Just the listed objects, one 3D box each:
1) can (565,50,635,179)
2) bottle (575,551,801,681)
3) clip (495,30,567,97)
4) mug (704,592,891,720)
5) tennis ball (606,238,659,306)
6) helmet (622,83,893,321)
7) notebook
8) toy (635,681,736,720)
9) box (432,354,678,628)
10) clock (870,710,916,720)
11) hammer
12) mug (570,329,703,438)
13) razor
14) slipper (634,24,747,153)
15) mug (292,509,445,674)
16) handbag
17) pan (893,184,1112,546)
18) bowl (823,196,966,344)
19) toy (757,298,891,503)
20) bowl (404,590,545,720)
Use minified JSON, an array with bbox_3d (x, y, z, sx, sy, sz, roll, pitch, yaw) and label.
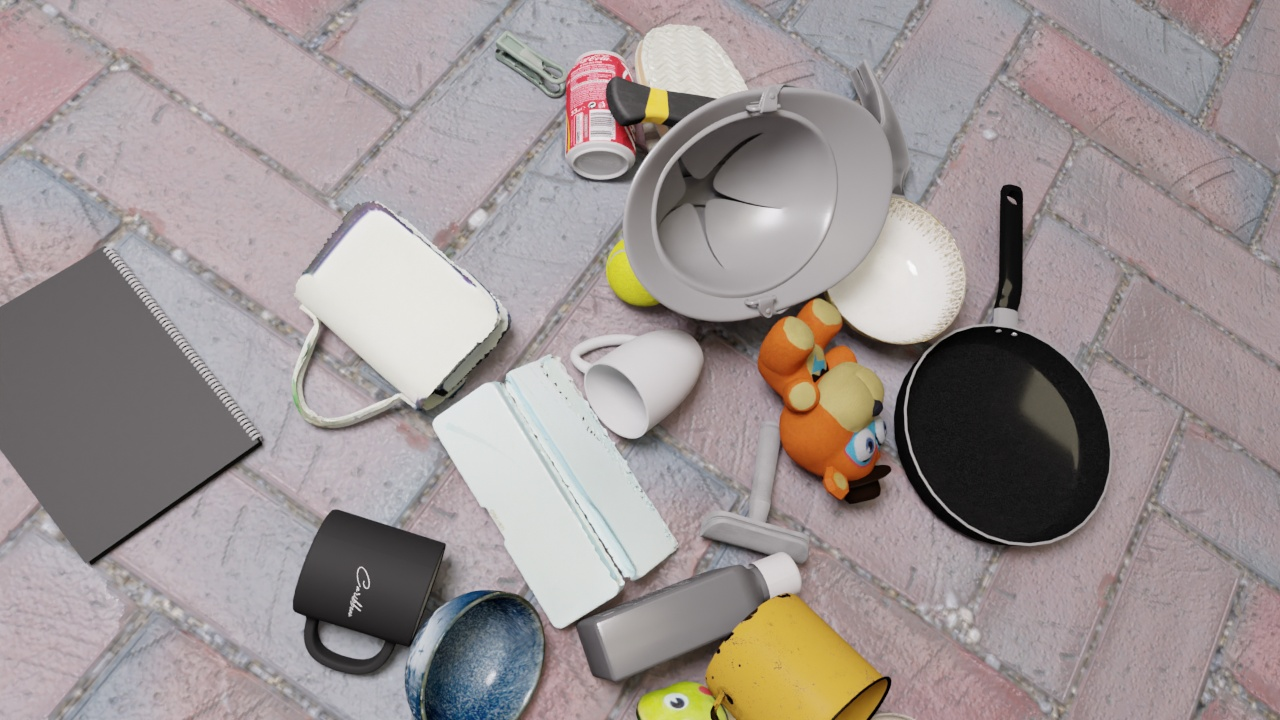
[{"bbox_3d":[-0.037,-0.226,0.845,0.064,0.064,0.104,3,72,-11],"label":"can"},{"bbox_3d":[0.043,0.195,0.715,0.173,0.084,0.046,-17,79,-18],"label":"bottle"},{"bbox_3d":[-0.103,-0.280,0.870,0.076,0.043,0.023,34,70,2],"label":"clip"},{"bbox_3d":[0.101,0.237,0.657,0.123,0.101,0.094,-24,49,-32],"label":"mug"},{"bbox_3d":[0.003,-0.080,0.805,0.065,0.065,0.065,4,71,-11],"label":"tennis ball"},{"bbox_3d":[0.076,-0.138,0.767,0.270,0.118,0.183,-15,115,-29],"label":"helmet"},{"bbox_3d":[-0.417,0.028,0.708,0.148,0.016,0.206,-38,83,-19],"label":"notebook"},{"bbox_3d":[0.059,0.281,0.698,0.117,0.043,0.092,1,27,-20],"label":"toy"},{"bbox_3d":[-0.068,0.101,0.746,0.126,0.074,0.197,-27,82,-39],"label":"box"},{"bbox_3d":[0.170,0.308,0.718,0.103,0.061,0.157,-33,89,-17],"label":"clock"},{"bbox_3d":[0.117,-0.218,0.847,0.324,0.034,0.169,3,75,-27],"label":"hammer"},{"bbox_3d":[-0.005,0.005,0.782,0.107,0.071,0.089,30,47,30],"label":"mug"},{"bbox_3d":[0.104,0.106,0.782,0.088,0.047,0.116,17,62,-6],"label":"razor"},{"bbox_3d":[0.069,-0.182,0.859,0.114,0.054,0.272,-20,86,-22],"label":"slipper"},{"bbox_3d":[-0.204,0.176,0.678,0.088,0.078,0.113,19,95,-6],"label":"mug"},{"bbox_3d":[-0.213,-0.019,0.749,0.151,0.074,0.176,40,88,4],"label":"handbag"},{"bbox_3d":[0.339,-0.002,0.863,0.204,0.044,0.355,12,70,-8],"label":"pan"},{"bbox_3d":[0.222,-0.075,0.851,0.145,0.063,0.145,3,72,-10],"label":"bowl"},{"bbox_3d":[0.157,0.039,0.780,0.111,0.096,0.176,-32,111,-51],"label":"toy"},{"bbox_3d":[-0.131,0.219,0.674,0.114,0.061,0.114,-13,107,-48],"label":"bowl"}]
